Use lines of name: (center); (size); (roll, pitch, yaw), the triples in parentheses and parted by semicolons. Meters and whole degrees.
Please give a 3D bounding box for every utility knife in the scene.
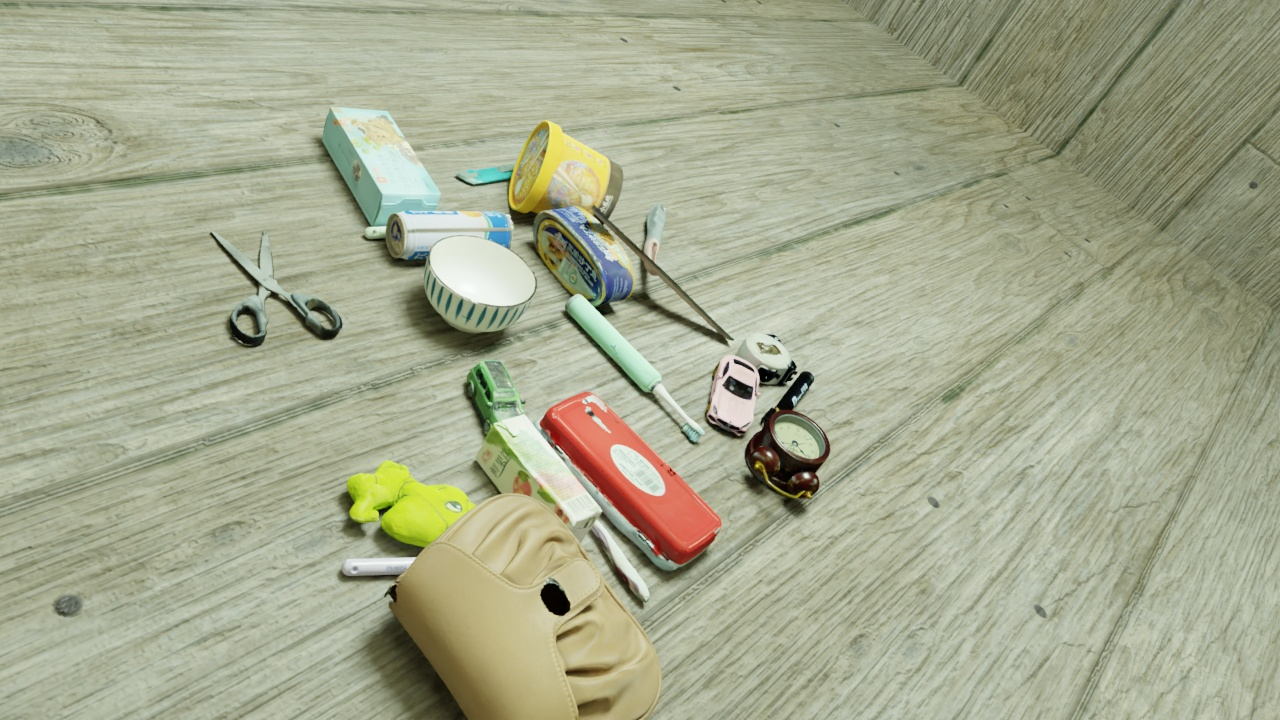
utility knife: (-0.171, -0.257, 1.235); (0.029, 0.013, 0.186); (45, 39, 19)

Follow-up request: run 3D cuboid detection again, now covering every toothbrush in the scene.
toothbrush: (-0.231, -0.152, 1.067); (0.189, 0.029, 0.020); (-10, 10, -40)
toothbrush: (-0.050, 0.146, 0.839); (0.017, 0.016, 0.187); (-19, 58, -37)
toothbrush: (-0.146, 0.167, 0.746); (0.189, 0.029, 0.021); (5, 3, -27)
toothbrush: (-0.006, 0.006, 1.025); (0.224, 0.027, 0.026); (45, 10, 20)

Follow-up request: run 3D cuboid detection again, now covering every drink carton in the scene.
drink carton: (-0.091, 0.110, 0.821); (0.045, 0.054, 0.122); (-16, 56, -47)

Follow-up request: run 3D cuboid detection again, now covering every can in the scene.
can: (-0.070, -0.125, 1.098); (0.049, 0.075, 0.148); (-17, 55, -40)
can: (-0.215, -0.141, 1.034); (0.134, 0.053, 0.053); (-7, 50, -39)

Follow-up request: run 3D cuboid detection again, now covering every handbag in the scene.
handbag: (-0.081, 0.198, 0.679); (0.147, 0.100, 0.204); (-24, 67, -43)

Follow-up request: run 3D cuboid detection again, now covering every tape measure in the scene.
tape measure: (0.153, -0.002, 1.137); (0.066, 0.034, 0.065); (1, 43, -34)

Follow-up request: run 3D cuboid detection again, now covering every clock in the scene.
clock: (0.159, 0.106, 0.994); (0.082, 0.055, 0.121); (29, 38, -1)

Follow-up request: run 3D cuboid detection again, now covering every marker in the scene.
marker: (0.179, 0.048, 1.108); (0.022, 0.020, 0.131); (15, 31, 24)

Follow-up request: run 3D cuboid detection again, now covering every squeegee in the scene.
squeegee: (0.021, -0.152, 1.214); (0.247, 0.040, 0.249); (42, 22, -21)

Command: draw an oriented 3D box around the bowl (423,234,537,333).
bowl: (-0.174, -0.072, 0.968); (0.116, 0.066, 0.116); (18, 37, -14)

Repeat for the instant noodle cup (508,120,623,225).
instant noodle cup: (-0.093, -0.230, 1.176); (0.114, 0.119, 0.118); (19, 37, -27)

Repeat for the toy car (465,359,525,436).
toy car: (-0.138, 0.039, 0.890); (0.043, 0.036, 0.091); (-2, 50, -37)

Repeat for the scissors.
scissors: (-0.361, -0.071, 0.889); (0.178, 0.014, 0.159); (25, 34, -2)

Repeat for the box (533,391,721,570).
box: (-0.016, 0.115, 0.884); (0.201, 0.047, 0.086); (44, 39, 18)

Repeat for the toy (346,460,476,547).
toy: (-0.190, 0.122, 0.759); (0.100, 0.031, 0.096); (40, 37, 21)

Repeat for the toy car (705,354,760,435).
toy car: (0.110, 0.036, 1.061); (0.056, 0.037, 0.122); (24, 38, -5)

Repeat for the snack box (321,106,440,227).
snack box: (-0.306, -0.228, 1.076); (0.074, 0.052, 0.175); (-7, 49, -40)
